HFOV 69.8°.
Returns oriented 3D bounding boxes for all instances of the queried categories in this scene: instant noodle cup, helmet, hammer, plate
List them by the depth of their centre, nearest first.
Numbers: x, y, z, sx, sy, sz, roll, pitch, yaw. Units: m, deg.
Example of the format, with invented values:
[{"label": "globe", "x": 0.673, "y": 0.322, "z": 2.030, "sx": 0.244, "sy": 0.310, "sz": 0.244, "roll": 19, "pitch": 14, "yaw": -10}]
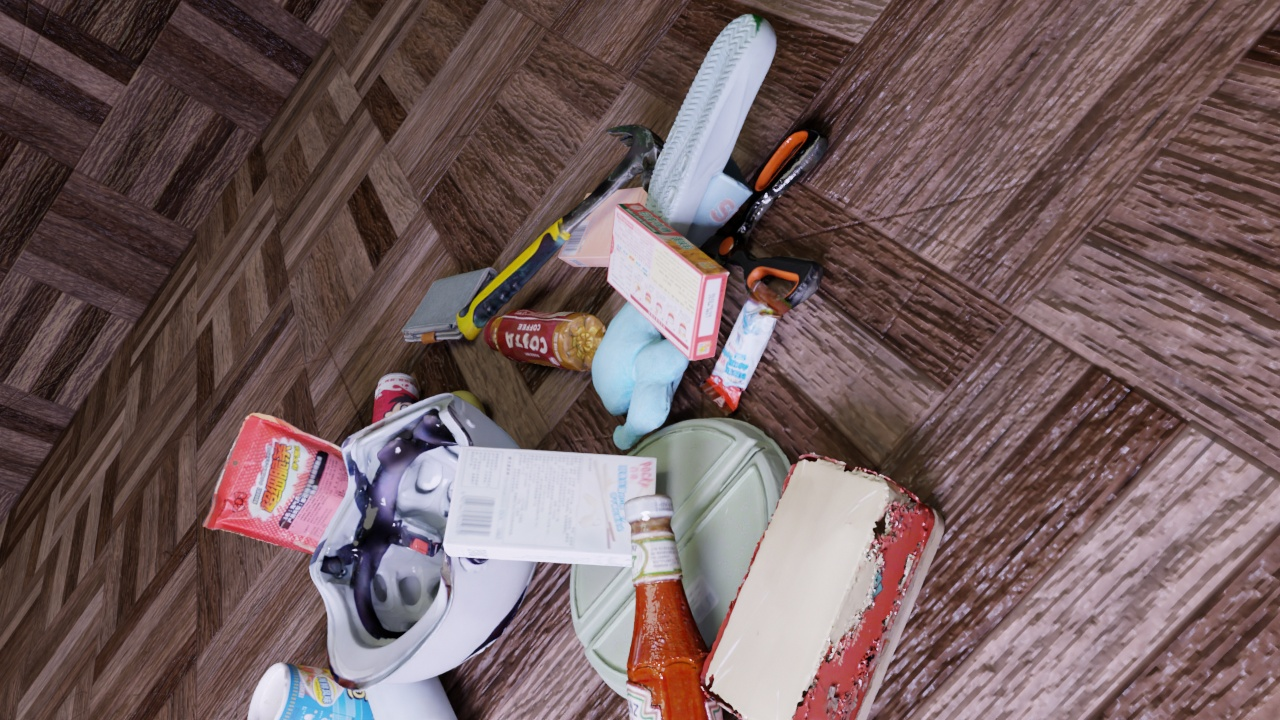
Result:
[{"label": "plate", "x": 0.024, "y": 0.146, "z": 0.708, "sx": 0.231, "sy": 0.027, "sz": 0.229, "roll": -30, "pitch": 45, "yaw": 35}, {"label": "helmet", "x": -0.177, "y": 0.167, "z": 0.830, "sx": 0.230, "sy": 0.145, "sz": 0.258, "roll": -23, "pitch": 57, "yaw": 38}, {"label": "instant noodle cup", "x": -0.315, "y": 0.342, "z": 0.896, "sx": 0.099, "sy": 0.110, "sz": 0.099, "roll": -30, "pitch": 44, "yaw": 34}, {"label": "hammer", "x": -0.093, "y": -0.133, "z": 0.998, "sx": 0.324, "sy": 0.032, "sz": 0.126, "roll": -39, "pitch": 41, "yaw": 28}]

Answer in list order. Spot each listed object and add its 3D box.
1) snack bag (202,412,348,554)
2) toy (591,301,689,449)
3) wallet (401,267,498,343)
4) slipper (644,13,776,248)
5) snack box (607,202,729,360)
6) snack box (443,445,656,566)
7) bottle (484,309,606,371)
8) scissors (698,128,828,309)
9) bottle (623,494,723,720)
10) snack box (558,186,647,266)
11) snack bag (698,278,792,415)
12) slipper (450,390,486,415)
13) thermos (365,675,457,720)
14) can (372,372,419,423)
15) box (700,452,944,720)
[{"label": "snack bag", "x": -0.356, "y": 0.149, "z": 1.000, "sx": 0.073, "sy": 0.207, "sz": 0.128, "roll": 8, "pitch": 72, "yaw": 47}, {"label": "toy", "x": -0.005, "y": 0.005, "z": 0.822, "sx": 0.157, "sy": 0.049, "sz": 0.161, "roll": -8, "pitch": 60, "yaw": 56}, {"label": "wallet", "x": -0.242, "y": -0.065, "z": 1.167, "sx": 0.130, "sy": 0.037, "sz": 0.106, "roll": -3, "pitch": 52, "yaw": 47}, {"label": "slipper", "x": 0.067, "y": -0.183, "z": 0.821, "sx": 0.104, "sy": 0.074, "sz": 0.246, "roll": -108, "pitch": 36, "yaw": -55}, {"label": "snack box", "x": 0.019, "y": -0.071, "z": 0.781, "sx": 0.156, "sy": 0.027, "sz": 0.077, "roll": 46, "pitch": 137, "yaw": 48}, {"label": "snack box", "x": -0.067, "y": 0.112, "z": 0.706, "sx": 0.027, "sy": 0.157, "sz": 0.084, "roll": 95, "pitch": 178, "yaw": -57}, {"label": "bottle", "x": -0.104, "y": -0.024, "z": 0.955, "sx": 0.175, "sy": 0.057, "sz": 0.057, "roll": 7, "pitch": 70, "yaw": 52}, {"label": "scissors", "x": 0.096, "y": -0.101, "z": 0.809, "sx": 0.231, "sy": 0.021, "sz": 0.220, "roll": -52, "pitch": 32, "yaw": 15}, {"label": "bottle", "x": 0.017, "y": 0.193, "z": 0.608, "sx": 0.060, "sy": 0.059, "sz": 0.206, "roll": -22, "pitch": 67, "yaw": 39}, {"label": "snack box", "x": -0.021, "y": -0.140, "z": 0.967, "sx": 0.157, "sy": 0.026, "sz": 0.084, "roll": 8, "pitch": 72, "yaw": 52}, {"label": "snack bag", "x": 0.083, "y": -0.010, "z": 0.738, "sx": 0.048, "sy": 0.026, "sz": 0.104, "roll": 47, "pitch": 122, "yaw": 42}, {"label": "slipper", "x": -0.222, "y": 0.112, "z": 0.979, "sx": 0.092, "sy": 0.081, "sz": 0.190, "roll": -19, "pitch": 54, "yaw": 38}, {"label": "thermos", "x": -0.209, "y": 0.313, "z": 0.831, "sx": 0.073, "sy": 0.073, "sz": 0.224, "roll": -56, "pitch": 36, "yaw": 3}, {"label": "can", "x": -0.298, "y": 0.080, "z": 1.111, "sx": 0.053, "sy": 0.053, "sz": 0.132, "roll": -36, "pitch": 41, "yaw": 27}, {"label": "box", "x": 0.108, "y": 0.147, "z": 0.565, "sx": 0.091, "sy": 0.077, "sz": 0.168, "roll": 14, "pitch": 76, "yaw": 54}]
